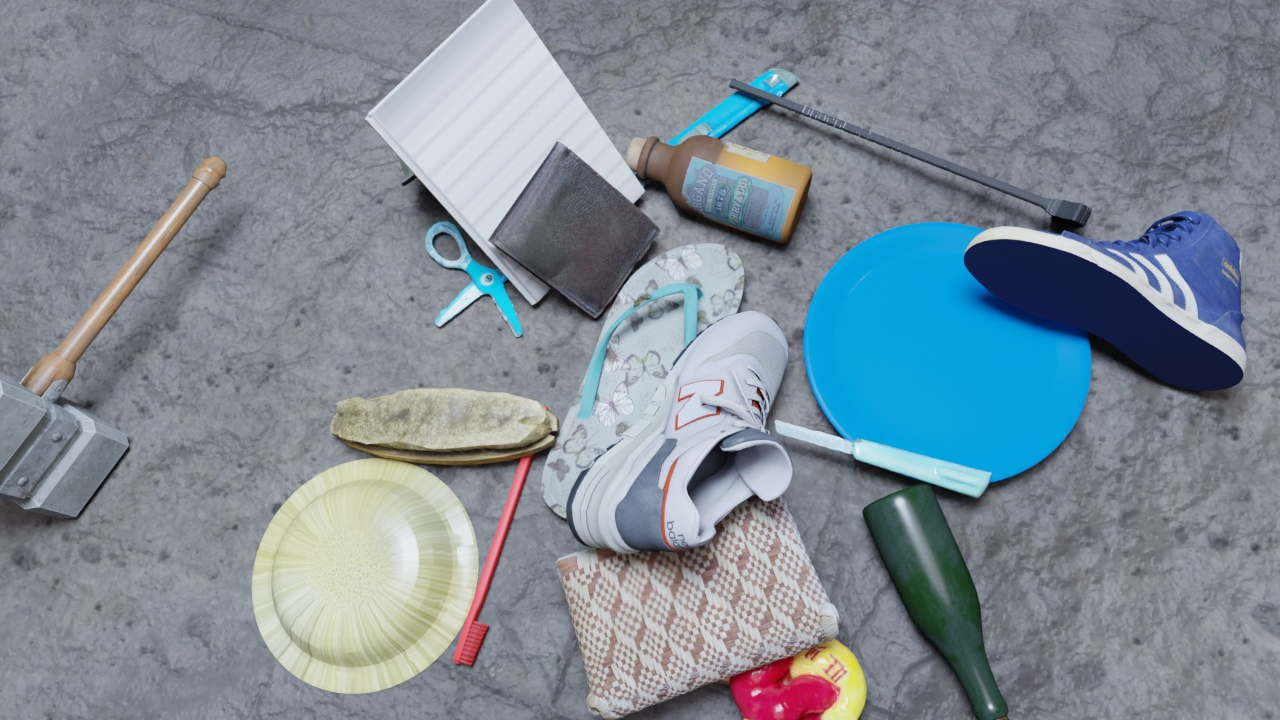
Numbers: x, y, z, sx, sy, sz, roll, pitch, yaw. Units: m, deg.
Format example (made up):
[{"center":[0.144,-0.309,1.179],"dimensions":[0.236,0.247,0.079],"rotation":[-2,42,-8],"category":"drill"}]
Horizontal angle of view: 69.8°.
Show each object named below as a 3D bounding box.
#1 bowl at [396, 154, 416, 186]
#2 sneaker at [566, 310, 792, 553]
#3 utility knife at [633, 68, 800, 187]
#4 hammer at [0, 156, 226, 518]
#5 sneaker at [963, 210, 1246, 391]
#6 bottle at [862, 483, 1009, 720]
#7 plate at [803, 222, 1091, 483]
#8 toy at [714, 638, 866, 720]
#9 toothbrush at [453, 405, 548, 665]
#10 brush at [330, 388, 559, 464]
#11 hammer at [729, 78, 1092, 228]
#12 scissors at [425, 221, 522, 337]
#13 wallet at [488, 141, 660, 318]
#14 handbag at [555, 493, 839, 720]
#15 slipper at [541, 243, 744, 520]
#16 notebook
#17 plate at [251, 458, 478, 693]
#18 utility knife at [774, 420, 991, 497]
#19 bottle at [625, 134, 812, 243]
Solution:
[{"center":[-0.155,-0.213,0.786],"dimensions":[0.157,0.157,0.038],"rotation":[-42,109,-10],"category":"bowl"},{"center":[0.063,0.056,0.666],"dimensions":[0.239,0.089,0.124],"rotation":[-47,30,-24],"category":"sneaker"},{"center":[0.053,-0.203,0.837],"dimensions":[0.221,0.015,0.031],"rotation":[-38,68,-6],"category":"utility knife"},{"center":[-0.435,-0.039,0.740],"dimensions":[0.083,0.163,0.317],"rotation":[27,75,13],"category":"hammer"},{"center":[0.370,-0.082,0.706],"dimensions":[0.233,0.092,0.118],"rotation":[26,67,-5],"category":"sneaker"},{"center":[0.221,0.179,0.668],"dimensions":[0.055,0.055,0.174],"rotation":[-20,72,-3],"category":"bottle"},{"center":[0.245,-0.007,0.746],"dimensions":[0.224,0.024,0.224],"rotation":[-1,71,4],"category":"plate"},{"center":[0.098,0.248,0.653],"dimensions":[0.105,0.067,0.137],"rotation":[23,66,19],"category":"toy"},{"center":[-0.105,0.136,0.732],"dimensions":[0.018,0.012,0.212],"rotation":[14,73,9],"category":"toothbrush"},{"center":[-0.163,0.052,0.746],"dimensions":[0.195,0.043,0.059],"rotation":[1,70,11],"category":"brush"},{"center":[0.221,-0.182,0.784],"dimensions":[0.325,0.094,0.015],"rotation":[26,105,16],"category":"hammer"},{"center":[-0.129,-0.080,0.810],"dimensions":[0.139,0.011,0.134],"rotation":[-30,71,-7],"category":"scissors"},{"center":[-0.053,-0.105,0.760],"dimensions":[0.099,0.120,0.031],"rotation":[-54,31,1],"category":"wallet"},{"center":[0.038,0.173,0.668],"dimensions":[0.186,0.047,0.124],"rotation":[-20,56,1],"category":"handbag"},{"center":[-0.004,0.004,0.749],"dimensions":[0.098,0.055,0.268],"rotation":[26,76,17],"category":"slipper"},{"center":[-0.098,-0.162,0.736],"dimensions":[0.142,0.210,0.009],"rotation":[-47,39,-9],"category":"notebook"},{"center":[-0.222,0.163,0.719],"dimensions":[0.184,0.036,0.184],"rotation":[-2,71,4],"category":"plate"},{"center":[0.183,0.072,0.701],"dimensions":[0.166,0.015,0.022],"rotation":[16,73,8],"category":"utility knife"},{"center":[0.063,-0.156,0.791],"dimensions":[0.157,0.068,0.067],"rotation":[20,73,11],"category":"bottle"}]
